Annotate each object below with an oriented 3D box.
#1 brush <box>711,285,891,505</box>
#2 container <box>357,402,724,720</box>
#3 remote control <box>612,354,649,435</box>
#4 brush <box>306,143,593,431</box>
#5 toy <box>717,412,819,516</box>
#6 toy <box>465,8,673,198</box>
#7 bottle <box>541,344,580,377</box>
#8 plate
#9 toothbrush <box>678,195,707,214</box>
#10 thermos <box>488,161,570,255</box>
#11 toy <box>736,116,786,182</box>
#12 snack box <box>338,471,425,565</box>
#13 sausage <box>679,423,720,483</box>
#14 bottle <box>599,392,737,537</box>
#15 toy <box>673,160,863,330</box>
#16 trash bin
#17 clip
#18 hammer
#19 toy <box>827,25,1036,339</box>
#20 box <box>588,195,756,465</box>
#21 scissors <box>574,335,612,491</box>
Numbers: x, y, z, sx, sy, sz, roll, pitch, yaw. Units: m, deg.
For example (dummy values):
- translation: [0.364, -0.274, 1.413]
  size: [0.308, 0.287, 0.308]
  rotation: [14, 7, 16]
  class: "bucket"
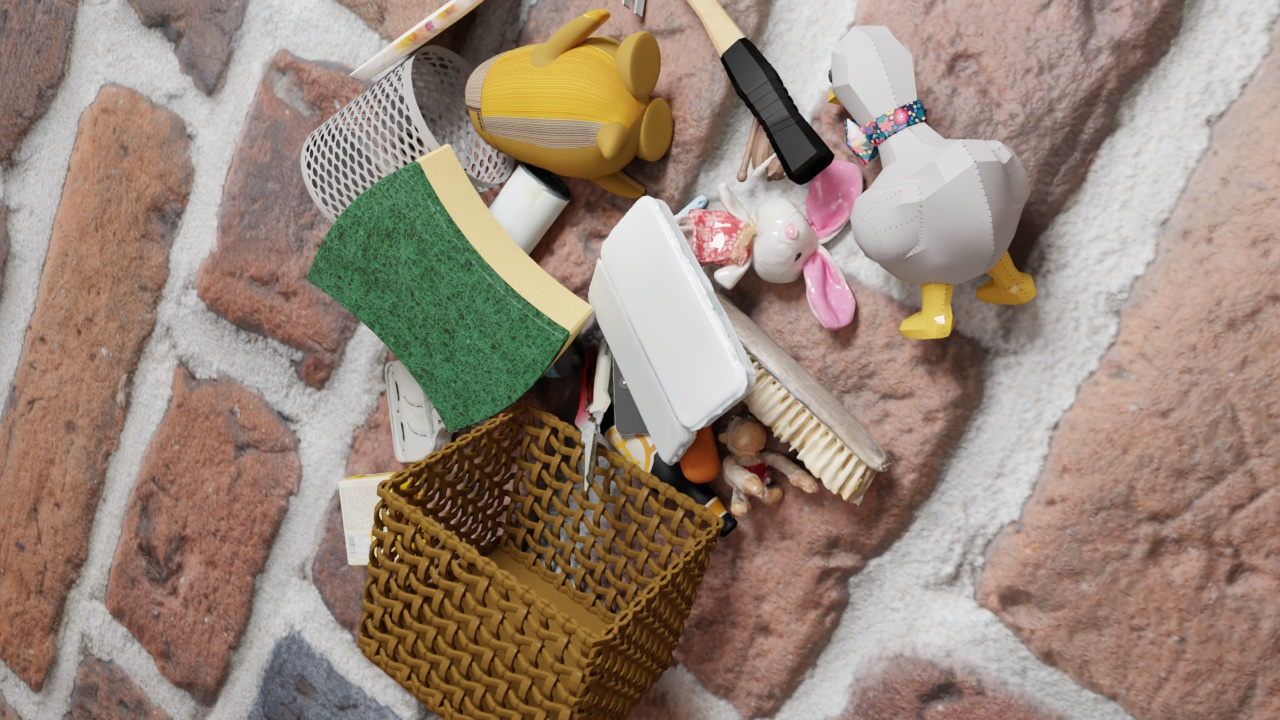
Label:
- translation: [0.125, 0.022, 0.876]
  size: [0.271, 0.083, 0.057]
  rotation: [45, 109, 16]
  class: "brush"
- translation: [-0.101, 0.221, 0.895]
  size: [0.252, 0.218, 0.215]
  rotation: [29, 122, 21]
  class: "container"
- translation: [-0.006, 0.006, 0.943]
  size: [0.045, 0.008, 0.146]
  rotation: [-3, 69, 0]
  class: "remote control"
- translation: [-0.195, -0.068, 0.937]
  size: [0.196, 0.075, 0.250]
  rotation: [-36, 100, 33]
  class: "brush"
- translation: [0.116, 0.096, 0.901]
  size: [0.074, 0.085, 0.106]
  rotation: [116, 142, -52]
  class: "toy"
- translation: [-0.081, -0.263, 0.936]
  size: [0.204, 0.162, 0.199]
  rotation: [11, 137, 27]
  class: "toy"
- translation: [-0.125, -0.001, 1.019]
  size: [0.130, 0.040, 0.040]
  rotation: [0, 93, 26]
  class: "bottle"
- translation: [-0.216, -0.362, 0.980]
  size: [0.187, 0.186, 0.016]
  rotation: [-23, 117, 25]
  class: "plate"
- translation: [0.012, -0.118, 0.960]
  size: [0.155, 0.016, 0.022]
  rotation: [-41, 107, 21]
  class: "toothbrush"
- translation: [-0.169, -0.112, 1.019]
  size: [0.068, 0.067, 0.230]
  rotation: [47, 111, 16]
  class: "thermos"
- translation: [0.127, -0.217, 0.883]
  size: [0.055, 0.041, 0.102]
  rotation: [15, 94, 10]
  class: "toy"
- translation: [-0.309, 0.189, 1.108]
  size: [0.084, 0.061, 0.105]
  rotation: [-7, 90, 26]
  class: "snack box"
- translation: [0.046, 0.041, 0.915]
  size: [0.039, 0.044, 0.164]
  rotation: [-14, 68, 9]
  class: "sausage"
- translation: [0.029, 0.107, 0.941]
  size: [0.181, 0.059, 0.059]
  rotation: [46, 110, 16]
  class: "bottle"
- translation: [0.113, -0.115, 0.869]
  size: [0.194, 0.084, 0.159]
  rotation: [6, 91, 1]
  class: "toy"
- translation: [-0.259, -0.228, 1.009]
  size: [0.184, 0.156, 0.156]
  rotation: [-22, 84, 28]
  class: "trash bin"
- translation: [-0.249, 0.057, 1.076]
  size: [0.144, 0.074, 0.124]
  rotation: [-6, 93, 36]
  class: "clip"
- translation: [0.083, -0.303, 0.867]
  size: [0.131, 0.039, 0.328]
  rotation: [-38, 66, 25]
  class: "hammer"
- translation: [0.236, -0.154, 0.762]
  size: [0.141, 0.246, 0.267]
  rotation: [-24, 101, 4]
  class: "toy"
- translation: [0.013, -0.022, 0.850]
  size: [0.193, 0.061, 0.209]
  rotation: [-46, 62, 50]
  class: "box"
- translation: [-0.052, 0.051, 0.933]
  size: [0.147, 0.015, 0.187]
  rotation: [-6, 57, 57]
  class: "scissors"
